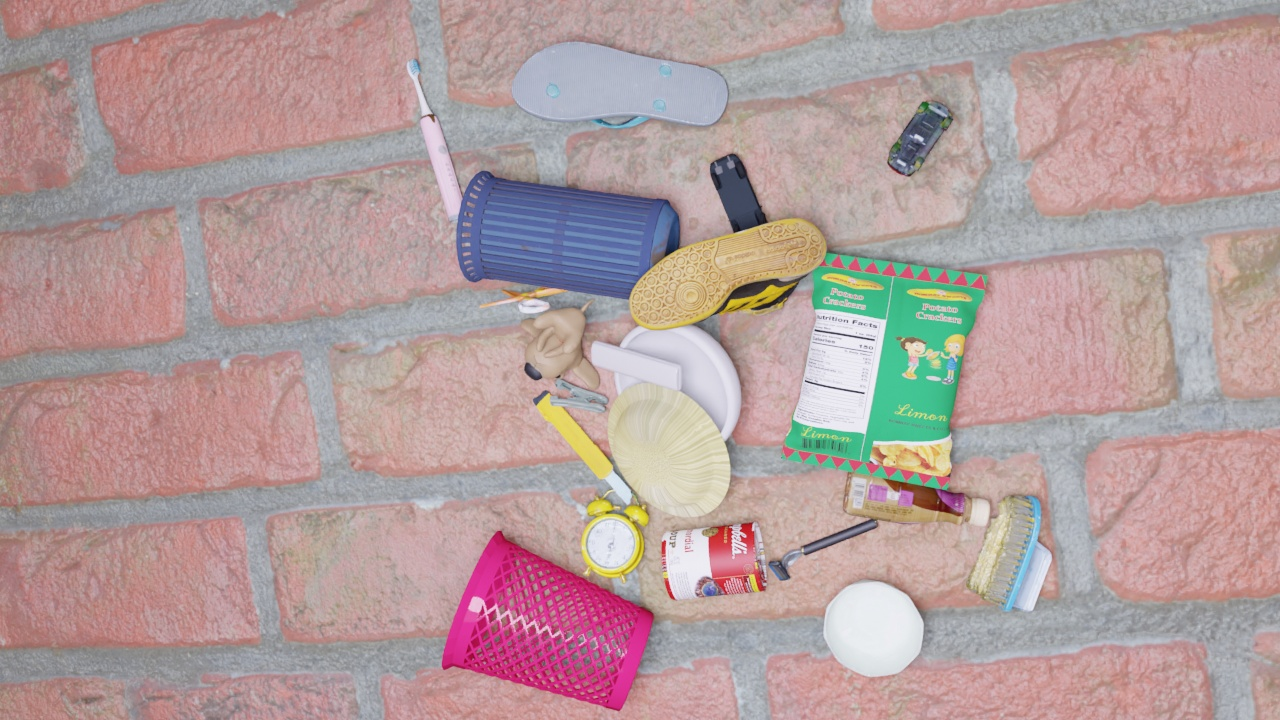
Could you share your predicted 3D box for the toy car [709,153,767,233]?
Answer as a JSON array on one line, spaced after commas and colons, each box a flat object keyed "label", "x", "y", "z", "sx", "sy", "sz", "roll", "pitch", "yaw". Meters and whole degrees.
[{"label": "toy car", "x": 0.121, "y": -0.198, "z": 1.131, "sx": 0.046, "sy": 0.034, "sz": 0.112, "roll": -23, "pitch": 88, "yaw": 13}]

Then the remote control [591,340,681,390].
[{"label": "remote control", "x": -0.007, "y": 0.007, "z": 1.117, "sx": 0.131, "sy": 0.012, "sz": 0.033, "roll": 16, "pitch": 121, "yaw": 33}]

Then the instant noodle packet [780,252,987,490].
[{"label": "instant noodle packet", "x": 0.284, "y": 0.011, "z": 1.082, "sx": 0.196, "sy": 0.090, "sz": 0.253, "roll": 10, "pitch": 95, "yaw": 12}]

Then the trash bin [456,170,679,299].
[{"label": "trash bin", "x": -0.084, "y": -0.149, "z": 1.132, "sx": 0.250, "sy": 0.139, "sz": 0.139, "roll": 9, "pitch": 96, "yaw": 10}]

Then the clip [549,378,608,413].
[{"label": "clip", "x": -0.083, "y": 0.056, "z": 1.199, "sx": 0.078, "sy": 0.023, "sz": 0.050, "roll": 28, "pitch": 73, "yaw": 15}]

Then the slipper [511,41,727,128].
[{"label": "slipper", "x": -0.025, "y": -0.342, "z": 1.153, "sx": 0.269, "sy": 0.054, "sz": 0.098, "roll": 3, "pitch": 93, "yaw": 2}]

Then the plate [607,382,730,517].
[{"label": "plate", "x": 0.022, "y": 0.120, "z": 1.135, "sx": 0.184, "sy": 0.036, "sz": 0.185, "roll": 18, "pitch": 122, "yaw": 32}]

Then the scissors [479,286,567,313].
[{"label": "scissors", "x": -0.145, "y": -0.079, "z": 1.174, "sx": 0.125, "sy": 0.128, "sz": 0.011, "roll": -13, "pitch": 111, "yaw": -4}]

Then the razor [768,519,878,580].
[{"label": "razor", "x": 0.230, "y": 0.232, "z": 1.151, "sx": 0.144, "sy": 0.022, "sz": 0.043, "roll": -28, "pitch": 130, "yaw": 9}]

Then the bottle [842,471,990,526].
[{"label": "bottle", "x": 0.330, "y": 0.169, "z": 1.100, "sx": 0.166, "sy": 0.059, "sz": 0.059, "roll": 8, "pitch": 96, "yaw": 12}]

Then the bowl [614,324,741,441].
[{"label": "bowl", "x": 0.055, "y": 0.026, "z": 1.134, "sx": 0.177, "sy": 0.066, "sz": 0.177, "roll": 18, "pitch": 122, "yaw": 32}]

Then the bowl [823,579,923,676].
[{"label": "bowl", "x": 0.283, "y": 0.319, "z": 1.123, "sx": 0.117, "sy": 0.061, "sz": 0.117, "roll": 1, "pitch": 95, "yaw": 12}]

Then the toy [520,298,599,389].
[{"label": "toy", "x": -0.101, "y": -0.023, "z": 1.156, "sx": 0.134, "sy": 0.108, "sz": 0.105, "roll": 41, "pitch": 57, "yaw": 7}]

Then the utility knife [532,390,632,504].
[{"label": "utility knife", "x": -0.075, "y": 0.113, "z": 1.200, "sx": 0.030, "sy": 0.017, "sz": 0.191, "roll": -48, "pitch": 71, "yaw": 19}]

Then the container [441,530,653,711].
[{"label": "container", "x": -0.110, "y": 0.344, "z": 1.169, "sx": 0.226, "sy": 0.183, "sz": 0.183, "roll": 20, "pitch": 99, "yaw": 3}]

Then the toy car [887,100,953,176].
[{"label": "toy car", "x": 0.328, "y": -0.260, "z": 1.077, "sx": 0.042, "sy": 0.036, "sz": 0.091, "roll": 33, "pitch": 102, "yaw": 9}]

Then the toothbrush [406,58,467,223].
[{"label": "toothbrush", "x": -0.273, "y": -0.292, "z": 1.219, "sx": 0.027, "sy": 0.027, "sz": 0.222, "roll": -16, "pitch": 91, "yaw": 42}]

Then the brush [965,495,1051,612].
[{"label": "brush", "x": 0.446, "y": 0.225, "z": 1.083, "sx": 0.075, "sy": 0.055, "sz": 0.136, "roll": 14, "pitch": 98, "yaw": -11}]

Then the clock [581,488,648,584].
[{"label": "clock", "x": -0.035, "y": 0.225, "z": 1.187, "sx": 0.083, "sy": 0.057, "sz": 0.118, "roll": 10, "pitch": 76, "yaw": 6}]

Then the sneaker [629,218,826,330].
[{"label": "sneaker", "x": 0.096, "y": -0.089, "z": 1.087, "sx": 0.238, "sy": 0.122, "sz": 0.086, "roll": -20, "pitch": 79, "yaw": -7}]

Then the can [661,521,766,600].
[{"label": "can", "x": 0.092, "y": 0.251, "z": 1.148, "sx": 0.116, "sy": 0.086, "sz": 0.086, "roll": -9, "pitch": 92, "yaw": 13}]
